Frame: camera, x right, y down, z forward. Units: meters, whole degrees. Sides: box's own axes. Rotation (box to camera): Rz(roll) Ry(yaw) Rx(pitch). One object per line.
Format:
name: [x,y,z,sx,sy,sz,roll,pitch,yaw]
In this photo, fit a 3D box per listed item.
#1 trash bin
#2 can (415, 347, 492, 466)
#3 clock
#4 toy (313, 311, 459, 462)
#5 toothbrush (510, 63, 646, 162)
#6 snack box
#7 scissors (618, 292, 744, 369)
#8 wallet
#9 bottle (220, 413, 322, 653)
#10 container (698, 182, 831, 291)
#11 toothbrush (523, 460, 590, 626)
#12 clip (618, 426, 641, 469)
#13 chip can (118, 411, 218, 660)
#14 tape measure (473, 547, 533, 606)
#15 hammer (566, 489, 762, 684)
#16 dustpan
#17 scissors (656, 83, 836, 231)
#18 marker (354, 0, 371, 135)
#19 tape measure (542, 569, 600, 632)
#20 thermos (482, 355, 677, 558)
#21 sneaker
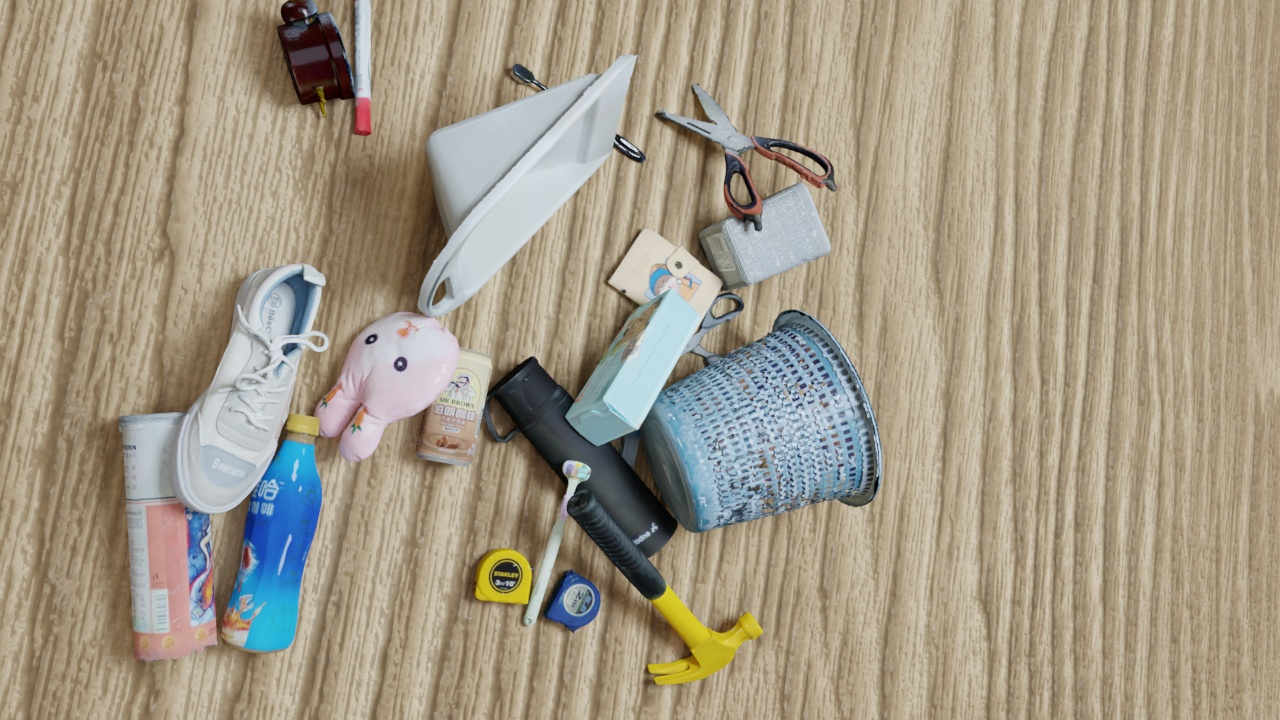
trash bin: [0.112,0.080,0.978,0.195,0.227,0.226,-19,94,-13]
can: [-0.189,0.047,0.935,0.058,0.059,0.116,13,82,-21]
clock: [-0.319,-0.303,0.891,0.055,0.082,0.122,-19,97,-16]
toy: [-0.249,0.022,0.895,0.159,0.121,0.054,-53,148,-9]
toothbrush: [-0.067,-0.274,1.027,0.181,0.018,0.015,31,70,-20]
snack box: [-0.006,0.006,0.966,0.051,0.074,0.174,44,52,-16]
scissors: [0.060,-0.017,1.067,0.159,0.014,0.180,45,75,-11]
wallet: [0.031,-0.091,1.048,0.115,0.024,0.087,35,77,-7]
bottle: [-0.339,0.159,0.865,0.065,0.065,0.218,13,82,-21]
container: [0.140,-0.138,1.065,0.114,0.090,0.090,-26,96,-18]
toothbrush: [-0.092,0.194,0.957,0.029,0.020,0.190,19,102,2]
clip: [-0.013,0.097,1.027,0.026,0.043,0.058,11,87,-23]
chip can: [-0.424,0.154,0.827,0.071,0.071,0.214,-3,88,-22]
tape measure: [-0.144,0.225,0.959,0.060,0.029,0.057,10,84,-21]
hammer: [0.014,0.241,0.967,0.128,0.033,0.301,-37,121,-3]
dustpan: [-0.112,-0.150,0.898,0.257,0.223,0.142,-19,82,-11]
scissors: [0.120,-0.236,1.044,0.189,0.015,0.226,-5,64,-5]
marker: [-0.284,-0.304,0.939,0.017,0.017,0.145,0,87,-22]
tape measure: [-0.072,0.260,0.989,0.054,0.025,0.058,32,80,-19]
thermos: [-0.069,0.112,0.983,0.090,0.068,0.242,-38,100,9]
sneaker: [-0.339,0.020,0.823,0.089,0.091,0.241,34,56,-44]
